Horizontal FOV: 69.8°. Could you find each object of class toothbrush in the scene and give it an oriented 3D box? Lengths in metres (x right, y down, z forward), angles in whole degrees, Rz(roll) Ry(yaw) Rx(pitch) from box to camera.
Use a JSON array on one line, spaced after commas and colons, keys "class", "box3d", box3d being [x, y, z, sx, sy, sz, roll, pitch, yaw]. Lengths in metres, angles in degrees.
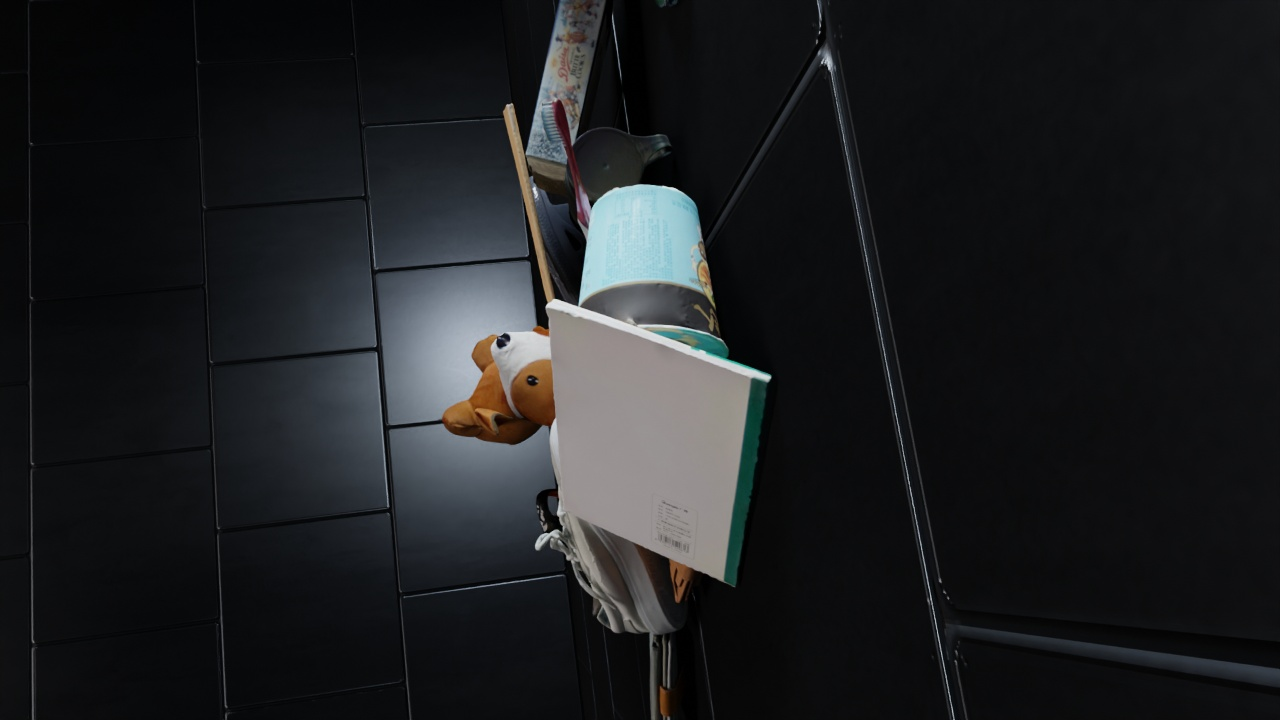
[{"class": "toothbrush", "box3d": [-0.043, -0.102, 0.689, 0.016, 0.017, 0.188, -49, -49, -53]}]

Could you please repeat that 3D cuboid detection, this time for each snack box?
[{"class": "snack box", "box3d": [-0.066, -0.262, 0.886, 0.178, 0.046, 0.182, -152, 74, -87]}]

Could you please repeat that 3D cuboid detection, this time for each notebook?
[{"class": "notebook", "box3d": [-0.112, -0.153, 0.938, 0.148, 0.008, 0.208, -127, 25, -74]}, {"class": "notebook", "box3d": [0.007, 0.063, 0.621, 0.012, 0.150, 0.210, -52, -26, -41]}]

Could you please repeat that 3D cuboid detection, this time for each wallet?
[{"class": "wallet", "box3d": [0.037, 0.130, 0.771, 0.132, 0.031, 0.107, 95, 168, -53]}, {"class": "wallet", "box3d": [0.028, 0.315, 0.927, 0.106, 0.037, 0.130, -89, -3, -74]}]

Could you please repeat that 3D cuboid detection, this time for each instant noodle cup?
[{"class": "instant noodle cup", "box3d": [0.004, -0.055, 0.649, 0.111, 0.111, 0.120, 107, 163, -68]}]

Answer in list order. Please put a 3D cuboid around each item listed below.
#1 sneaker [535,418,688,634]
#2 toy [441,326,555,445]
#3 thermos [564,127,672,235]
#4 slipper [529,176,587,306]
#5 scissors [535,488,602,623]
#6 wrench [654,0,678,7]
[{"class": "sneaker", "box3d": [-0.040, 0.150, 0.825, 0.089, 0.091, 0.242, -65, -43, -57]}, {"class": "toy", "box3d": [-0.103, 0.016, 0.888, 0.200, 0.130, 0.139, -9, 52, 43]}, {"class": "thermos", "box3d": [-0.021, -0.153, 0.808, 0.242, 0.090, 0.068, -149, 39, -85]}, {"class": "slipper", "box3d": [-0.056, -0.096, 1.076, 0.268, 0.083, 0.111, 66, 171, -5]}, {"class": "scissors", "box3d": [-0.050, 0.179, 0.994, 0.232, 0.022, 0.220, 41, -149, -54]}, {"class": "wrench", "box3d": [0.000, -0.320, 0.744, 0.273, 0.016, 0.056, -116, 22, -65]}]
